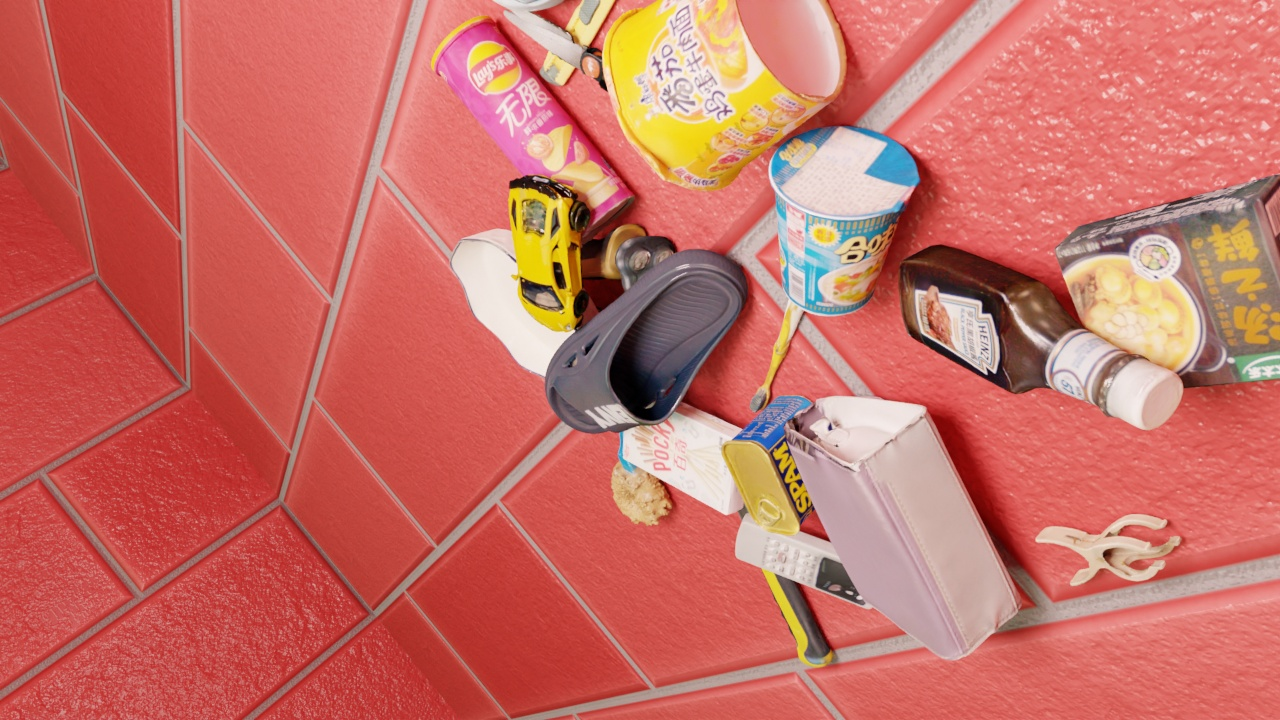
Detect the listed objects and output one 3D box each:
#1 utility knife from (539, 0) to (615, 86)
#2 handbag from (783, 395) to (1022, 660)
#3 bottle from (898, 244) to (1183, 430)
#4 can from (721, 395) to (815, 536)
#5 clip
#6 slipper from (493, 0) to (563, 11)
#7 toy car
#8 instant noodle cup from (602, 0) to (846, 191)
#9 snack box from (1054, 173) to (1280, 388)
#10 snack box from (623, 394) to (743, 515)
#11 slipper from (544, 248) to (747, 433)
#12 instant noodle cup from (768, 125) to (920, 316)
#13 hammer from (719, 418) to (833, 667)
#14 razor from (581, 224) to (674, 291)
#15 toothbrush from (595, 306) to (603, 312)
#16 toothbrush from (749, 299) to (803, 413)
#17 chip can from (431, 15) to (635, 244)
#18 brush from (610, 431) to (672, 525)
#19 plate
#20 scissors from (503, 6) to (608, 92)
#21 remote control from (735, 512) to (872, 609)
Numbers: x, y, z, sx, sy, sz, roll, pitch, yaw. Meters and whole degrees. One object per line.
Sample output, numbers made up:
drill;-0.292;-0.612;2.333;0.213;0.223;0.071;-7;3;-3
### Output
utility knife;-0.038;-0.288;0.743;0.031;0.021;0.211;47;142;-2
handbag;0.211;0.128;0.762;0.197;0.098;0.145;61;161;-16
bottle;0.242;-0.014;0.579;0.195;0.044;0.080;42;154;55
can;0.132;0.093;0.834;0.057;0.083;0.102;-3;120;51
clip;0.344;0.139;0.678;0.071;0.034;0.100;50;155;1
slipper;-0.067;-0.329;0.672;0.246;0.074;0.104;-6;109;51
toy car;-0.082;-0.091;0.816;0.071;0.041;0.156;20;128;27
instant noodle cup;0.062;-0.196;0.610;0.110;0.137;0.138;-20;106;47
snack box;0.323;-0.031;0.530;0.113;0.053;0.125;-13;106;54
snack box;0.042;0.087;0.929;0.157;0.026;0.085;23;120;43
slipper;-0.005;0.005;0.845;0.110;0.083;0.269;27;133;-21
instant noodle cup;0.138;-0.092;0.652;0.099;0.099;0.110;32;149;27
hammer;0.132;0.198;0.981;0.126;0.031;0.323;-5;117;52
razor;-0.036;-0.093;0.887;0.168;0.062;0.067;2;100;55
toothbrush;-0.109;-0.080;1.009;0.213;0.027;0.026;30;157;30
toothbrush;0.122;-0.014;0.804;0.016;0.018;0.192;36;143;20
chip can;-0.097;-0.207;0.832;0.210;0.071;0.072;51;147;1
brush;-0.016;0.088;1.052;0.083;0.045;0.255;18;131;45
plate;-0.113;-0.055;0.965;0.205;0.045;0.205;35;154;20
scissors;-0.031;-0.226;0.767;0.235;0.021;0.142;22;140;30
remote control;0.167;0.200;0.913;0.150;0.021;0.058;18;130;18
